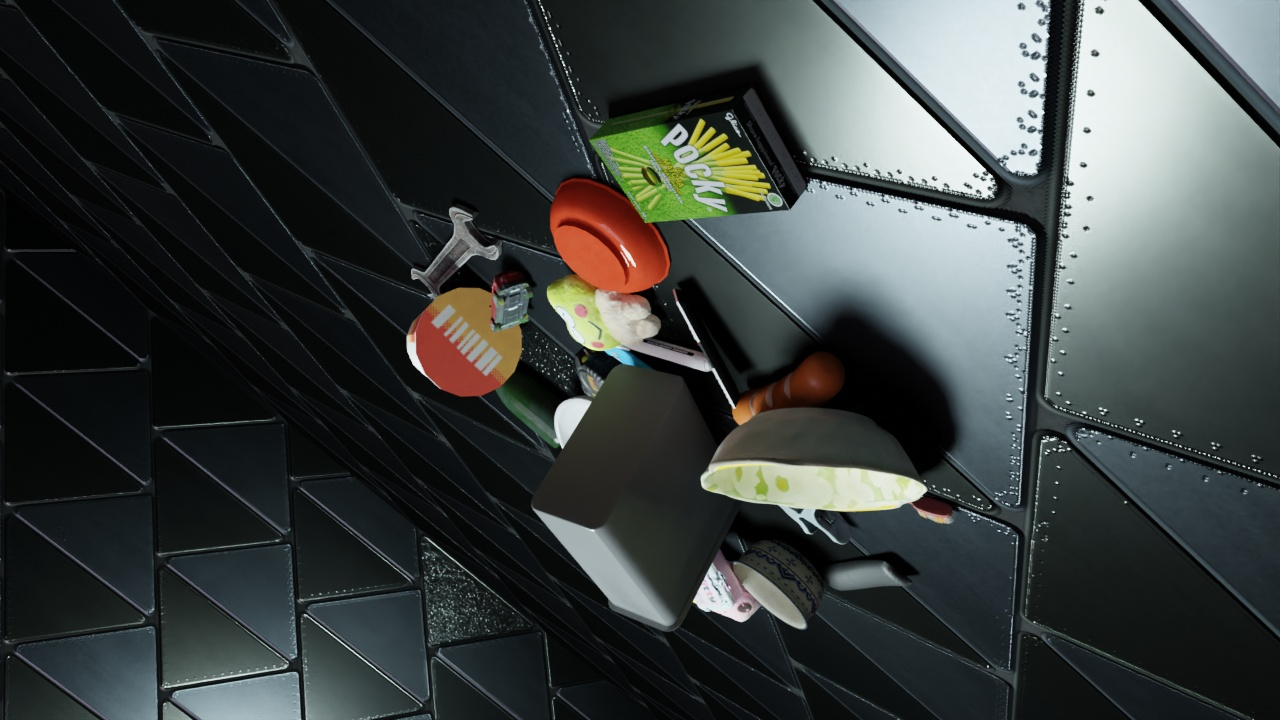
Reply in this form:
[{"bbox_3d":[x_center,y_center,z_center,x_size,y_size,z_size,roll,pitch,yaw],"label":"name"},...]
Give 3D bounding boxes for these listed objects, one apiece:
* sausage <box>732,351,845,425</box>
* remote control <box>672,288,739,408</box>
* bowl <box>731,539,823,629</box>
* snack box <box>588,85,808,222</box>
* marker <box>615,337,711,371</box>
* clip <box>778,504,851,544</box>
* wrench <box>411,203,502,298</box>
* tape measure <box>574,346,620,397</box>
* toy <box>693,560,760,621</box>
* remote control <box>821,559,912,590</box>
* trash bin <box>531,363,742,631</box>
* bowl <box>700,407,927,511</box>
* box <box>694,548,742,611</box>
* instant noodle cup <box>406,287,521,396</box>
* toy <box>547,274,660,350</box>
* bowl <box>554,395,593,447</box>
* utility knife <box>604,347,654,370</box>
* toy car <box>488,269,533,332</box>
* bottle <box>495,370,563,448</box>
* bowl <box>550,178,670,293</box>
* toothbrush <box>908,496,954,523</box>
[{"bbox_3d":[0.128,0.031,0.802,0.044,0.039,0.165,50,155,-1],"label":"sausage"},{"bbox_3d":[0.061,-0.011,0.825,0.124,0.012,0.028,60,-170,-28],"label":"remote control"},{"bbox_3d":[0.173,0.264,1.113,0.115,0.059,0.116,39,160,17],"label":"bowl"},{"bbox_3d":[0.037,-0.139,0.643,0.148,0.025,0.080,5,140,50],"label":"snack box"},{"bbox_3d":[0.018,-0.010,0.902,0.134,0.020,0.017,17,158,38],"label":"marker"},{"bbox_3d":[0.172,0.137,0.918,0.172,0.029,0.143,41,162,-24],"label":"clip"},{"bbox_3d":[-0.218,-0.116,1.051,0.070,0.010,0.274,44,155,-12],"label":"wrench"},{"bbox_3d":[-0.039,0.017,1.009,0.063,0.038,0.067,32,153,34],"label":"tape measure"},{"bbox_3d":[0.062,0.275,1.261,0.238,0.087,0.191,29,135,7],"label":"toy"},{"bbox_3d":[0.249,0.242,1.028,0.041,0.020,0.152,38,158,-3],"label":"remote control"},{"bbox_3d":[0.006,0.145,0.963,0.098,0.191,0.220,13,148,33],"label":"trash bin"},{"bbox_3d":[0.146,0.083,0.786,0.189,0.060,0.219,-12,156,41],"label":"bowl"},{"bbox_3d":[0.057,0.220,1.143,0.202,0.044,0.087,63,151,-1],"label":"box"},{"bbox_3d":[-0.221,-0.022,1.102,0.123,0.123,0.121,47,162,-19],"label":"instant noodle cup"},{"bbox_3d":[-0.034,-0.045,0.884,0.115,0.046,0.092,6,139,37],"label":"toy"},{"bbox_3d":[-0.035,0.098,1.120,0.150,0.043,0.150,26,137,27],"label":"bowl"},{"bbox_3d":[-0.006,0.006,0.970,0.158,0.015,0.031,36,153,6],"label":"utility knife"},{"bbox_3d":[-0.144,-0.064,1.002,0.036,0.042,0.091,60,158,25],"label":"toy car"},{"bbox_3d":[-0.159,0.040,1.190,0.174,0.055,0.055,39,156,0],"label":"bottle"},{"bbox_3d":[-0.034,-0.100,0.798,0.122,0.035,0.122,31,155,16],"label":"bowl"},{"bbox_3d":[0.212,0.122,0.877,0.185,0.015,0.016,14,150,44],"label":"toothbrush"}]
